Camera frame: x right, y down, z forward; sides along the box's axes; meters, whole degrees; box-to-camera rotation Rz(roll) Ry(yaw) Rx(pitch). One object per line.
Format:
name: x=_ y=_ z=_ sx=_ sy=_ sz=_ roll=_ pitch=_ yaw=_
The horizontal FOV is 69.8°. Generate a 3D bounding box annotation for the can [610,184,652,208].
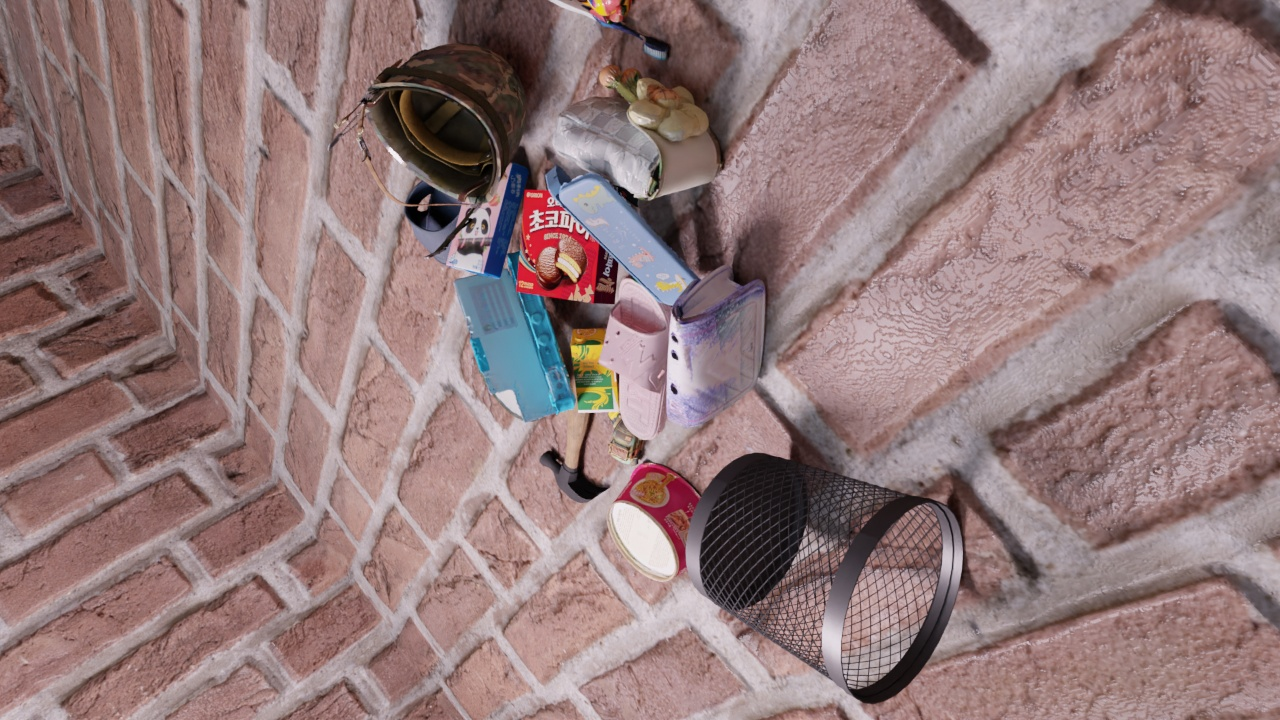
can: x=-0.021 y=-0.212 z=1.077 sx=0.080 sy=0.031 sz=0.032 roll=39 pitch=141 yaw=22

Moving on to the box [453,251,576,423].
box: x=-0.177 y=-0.025 z=1.272 sx=0.097 sy=0.117 sz=0.226 roll=131 pitch=121 yaw=-82

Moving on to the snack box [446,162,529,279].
snack box: x=-0.206 y=-0.192 z=1.237 sx=0.088 sy=0.033 sz=0.154 roll=16 pitch=91 yaw=42

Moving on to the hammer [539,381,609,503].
hammer: x=-0.093 y=0.102 z=1.407 sx=0.132 sy=0.040 sz=0.306 roll=40 pitch=141 yaw=26

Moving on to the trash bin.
trash bin: x=0.197 y=0.224 z=1.020 sx=0.228 sy=0.217 sz=0.218 roll=18 pitch=130 yaw=46

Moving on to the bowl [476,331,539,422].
bowl: x=-0.175 y=0.012 z=1.396 sx=0.153 sy=0.072 sz=0.154 roll=30 pitch=137 yaw=33

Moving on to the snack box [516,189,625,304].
snack box: x=-0.091 y=-0.145 z=1.158 sx=0.152 sy=0.035 sz=0.133 roll=12 pitch=99 yaw=44

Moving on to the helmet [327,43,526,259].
helmet: x=-0.249 y=-0.271 z=1.121 sx=0.225 sy=0.235 sz=0.192 roll=-16 pitch=128 yaw=43

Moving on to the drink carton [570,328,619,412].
drink carton: x=-0.061 y=0.012 z=1.268 sx=0.058 sy=0.041 sz=0.123 roll=-1 pitch=126 yaw=3

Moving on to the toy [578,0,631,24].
toy: x=-0.041 y=-0.392 z=0.950 sx=0.103 sy=0.046 sz=0.084 roll=35 pitch=146 yaw=32

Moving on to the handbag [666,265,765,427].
handbag: x=0.076 y=-0.016 z=1.038 sx=0.069 sy=0.126 sz=0.159 roll=32 pitch=140 yaw=34

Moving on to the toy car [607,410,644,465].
toy car: x=-0.023 y=0.120 z=1.318 sx=0.047 sy=0.047 sz=0.112 roll=25 pitch=140 yaw=14

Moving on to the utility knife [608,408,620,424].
utility knife: x=0.007 y=0.044 z=1.264 sx=0.030 sy=0.019 sz=0.228 roll=46 pitch=141 yaw=-1

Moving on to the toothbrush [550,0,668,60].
toothbrush: x=-0.042 y=-0.367 z=0.994 sx=0.189 sy=0.016 sz=0.017 roll=35 pitch=150 yaw=26

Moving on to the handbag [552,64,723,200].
handbag: x=-0.009 y=-0.245 z=0.974 sx=0.171 sy=0.112 sz=0.123 roll=30 pitch=128 yaw=32

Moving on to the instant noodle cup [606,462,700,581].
instant noodle cup: x=0.024 y=0.246 z=1.345 sx=0.179 sy=0.077 sz=0.179 roll=29 pitch=136 yaw=32

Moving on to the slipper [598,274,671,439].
slipper: x=-0.007 y=0.007 z=1.191 sx=0.094 sy=0.064 sz=0.240 roll=28 pitch=131 yaw=37

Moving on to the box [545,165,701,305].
box: x=-0.021 y=-0.135 z=1.036 sx=0.209 sy=0.047 sz=0.122 roll=42 pitch=171 yaw=-34

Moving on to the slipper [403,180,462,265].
slipper: x=-0.295 y=-0.223 z=1.345 sx=0.101 sy=0.082 sz=0.264 roll=44 pitch=142 yaw=13
